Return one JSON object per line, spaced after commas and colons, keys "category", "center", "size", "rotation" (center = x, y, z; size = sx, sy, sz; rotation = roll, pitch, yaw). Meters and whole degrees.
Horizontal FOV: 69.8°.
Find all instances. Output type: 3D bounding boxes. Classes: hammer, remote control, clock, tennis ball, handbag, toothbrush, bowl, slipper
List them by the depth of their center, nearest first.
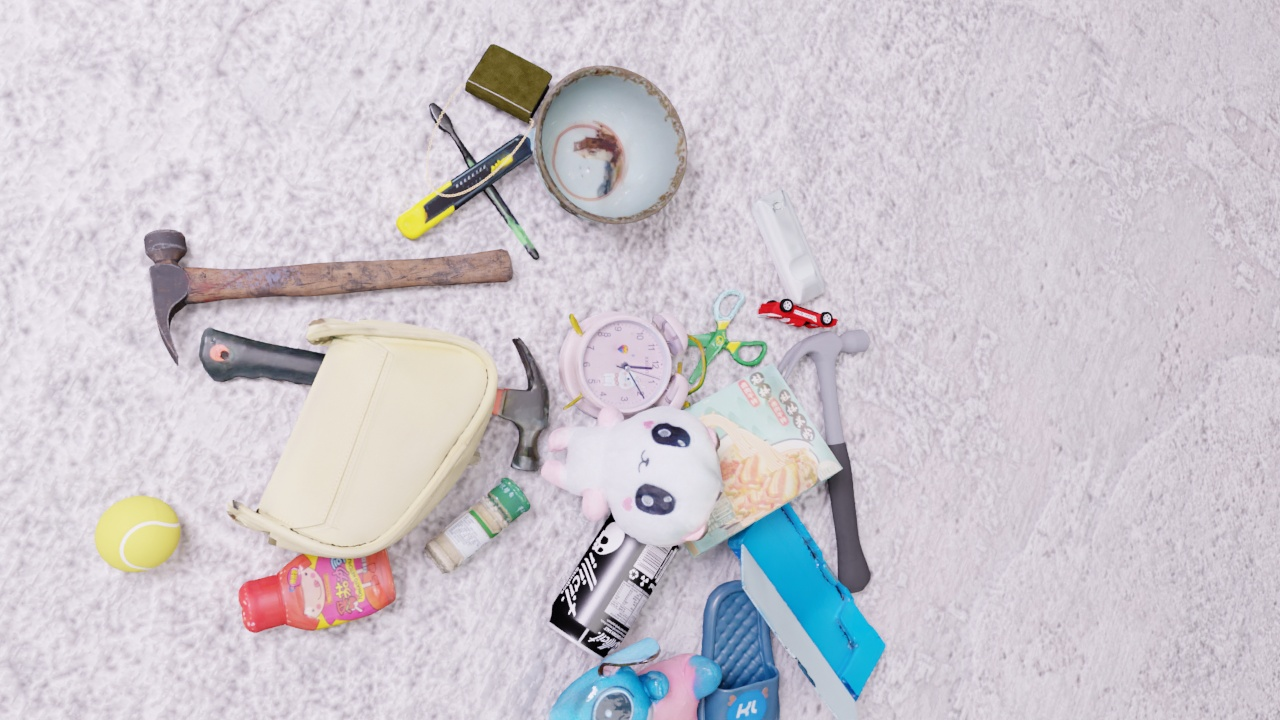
{"category": "tennis ball", "center": [-0.433, 0.149, 0.791], "size": [0.065, 0.065, 0.065], "rotation": [1, 88, -22]}
{"category": "handbag", "center": [-0.242, 0.074, 0.839], "size": [0.191, 0.089, 0.232], "rotation": [23, 78, -7]}
{"category": "hammer", "center": [-0.281, -0.071, 0.872], "size": [0.329, 0.033, 0.120], "rotation": [-7, 78, -25]}
{"category": "hammer", "center": [-0.248, 0.021, 0.892], "size": [0.332, 0.033, 0.133], "rotation": [11, 86, -21]}
{"category": "handbag", "center": [-0.158, -0.232, 0.916], "size": [0.084, 0.027, 0.177], "rotation": [27, 66, -4]}
{"category": "toothbrush", "center": [-0.160, -0.182, 0.946], "size": [0.014, 0.017, 0.188], "rotation": [-38, 105, -15]}
{"category": "bowl", "center": [-0.043, -0.212, 0.948], "size": [0.159, 0.094, 0.160], "rotation": [1, 88, -22]}
{"category": "clock", "center": [-0.006, 0.006, 0.969], "size": [0.157, 0.059, 0.116], "rotation": [2, 87, -17]}
{"category": "slipper", "center": [0.114, 0.352, 1.013], "size": [0.103, 0.059, 0.213], "rotation": [3, 85, -24]}
{"category": "remote control", "center": [0.175, -0.132, 1.073], "size": [0.050, 0.022, 0.133], "rotation": [-27, 98, -21]}
{"category": "hammer", "center": [0.230, 0.121, 1.085], "size": [0.124, 0.030, 0.311], "rotation": [-8, 92, -23]}

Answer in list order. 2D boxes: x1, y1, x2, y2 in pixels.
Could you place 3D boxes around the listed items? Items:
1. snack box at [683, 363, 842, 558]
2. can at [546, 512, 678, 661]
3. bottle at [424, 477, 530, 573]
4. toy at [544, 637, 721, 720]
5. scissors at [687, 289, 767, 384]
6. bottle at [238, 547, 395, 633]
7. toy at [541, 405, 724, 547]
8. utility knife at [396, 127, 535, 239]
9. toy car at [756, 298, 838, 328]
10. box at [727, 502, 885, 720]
{"category": "snack box", "center": [0.102, 0.106, 1.001], "size": [0.193, 0.044, 0.141], "rotation": [-26, 75, -21]}
{"category": "can", "center": [-0.028, 0.227, 0.946], "size": [0.080, 0.080, 0.145], "rotation": [38, 75, -17]}
{"category": "bottle", "center": [-0.163, 0.165, 0.914], "size": [0.109, 0.043, 0.042], "rotation": [-39, 102, -18]}
{"category": "toy", "center": [-0.004, 0.351, 0.929], "size": [0.191, 0.099, 0.224], "rotation": [3, 118, -35]}
{"category": "scissors", "center": [0.088, -0.030, 1.040], "size": [0.126, 0.012, 0.123], "rotation": [1, 86, -24]}
{"category": "bottle", "center": [-0.299, 0.213, 0.851], "size": [0.134, 0.049, 0.071], "rotation": [-11, 76, -21]}
{"category": "toy", "center": [-0.007, 0.108, 0.903], "size": [0.179, 0.101, 0.138], "rotation": [12, 71, 3]}
{"category": "utility knife", "center": [-0.170, -0.180, 0.924], "size": [0.174, 0.020, 0.029], "rotation": [-39, 106, -13]}
{"category": "toy car", "center": [0.182, -0.051, 1.065], "size": [0.089, 0.038, 0.025], "rotation": [16, 85, -21]}
{"category": "box", "center": [0.178, 0.289, 1.017], "size": [0.243, 0.060, 0.175], "rotation": [55, 33, -12]}
